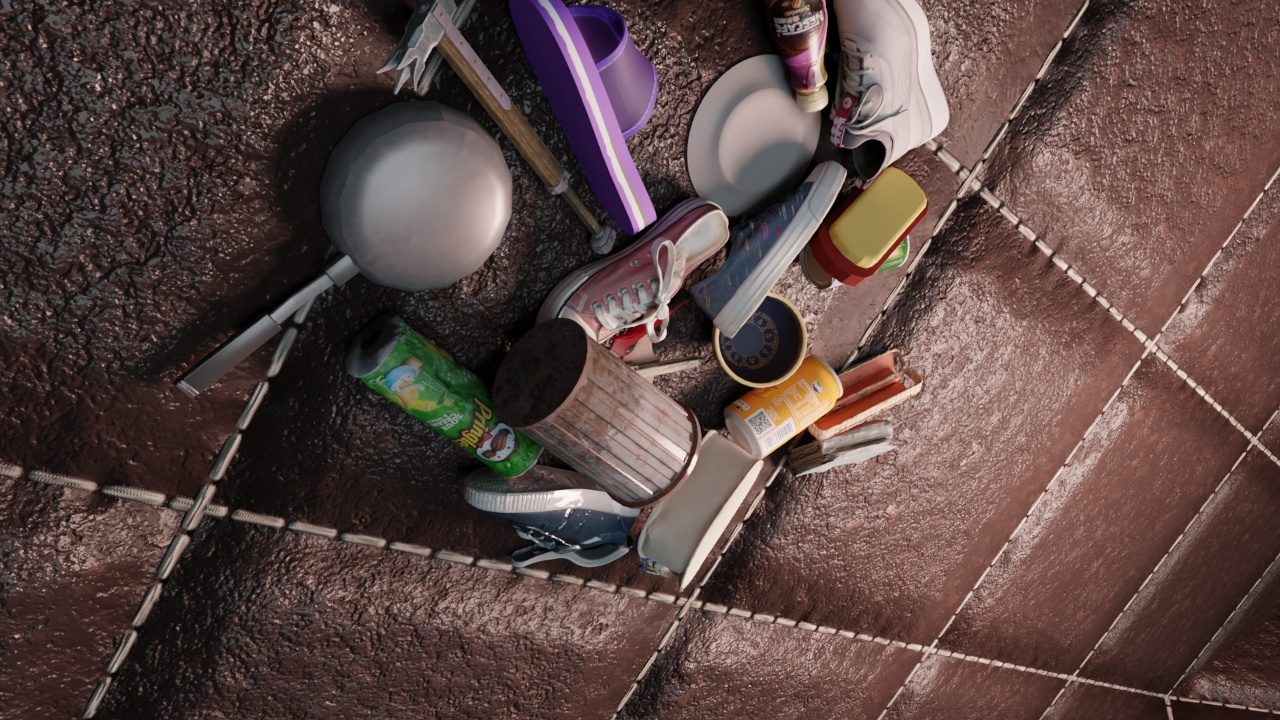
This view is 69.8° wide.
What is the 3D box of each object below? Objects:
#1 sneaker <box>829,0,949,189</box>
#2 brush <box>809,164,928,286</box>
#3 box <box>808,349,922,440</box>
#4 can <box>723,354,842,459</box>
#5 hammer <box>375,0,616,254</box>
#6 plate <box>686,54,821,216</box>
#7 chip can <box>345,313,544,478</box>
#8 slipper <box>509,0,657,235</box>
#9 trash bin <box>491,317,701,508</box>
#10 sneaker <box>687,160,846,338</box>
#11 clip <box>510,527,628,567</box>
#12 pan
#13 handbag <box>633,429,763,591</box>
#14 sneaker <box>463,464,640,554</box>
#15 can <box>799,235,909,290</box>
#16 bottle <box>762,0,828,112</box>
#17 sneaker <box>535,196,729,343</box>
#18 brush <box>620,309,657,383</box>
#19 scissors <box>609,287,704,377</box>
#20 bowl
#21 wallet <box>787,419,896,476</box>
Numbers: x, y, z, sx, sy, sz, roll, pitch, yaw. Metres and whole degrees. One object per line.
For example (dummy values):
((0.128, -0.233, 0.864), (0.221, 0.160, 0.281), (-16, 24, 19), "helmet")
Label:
((0.243, -0.301, 0.982), (0.128, 0.097, 0.263), (-48, 139, -6), "sneaker")
((0.273, -0.164, 1.071), (0.173, 0.082, 0.042), (-45, 179, -25), "brush")
((0.298, 0.044, 1.253), (0.186, 0.083, 0.043), (-24, 143, -22), "box")
((0.182, 0.058, 1.175), (0.142, 0.079, 0.079), (-34, 131, -12), "can")
((-0.102, -0.204, 0.844), (0.317, 0.028, 0.146), (49, 53, -48), "hammer")
((0.129, -0.241, 1.002), (0.178, 0.012, 0.179), (-16, 125, -25), "plate")
((-0.190, 0.038, 0.922), (0.075, 0.075, 0.223), (-47, 132, 0), "chip can")
((-0.026, -0.240, 0.838), (0.084, 0.107, 0.267), (-36, 137, -8), "slipper")
((-0.038, 0.061, 0.956), (0.131, 0.131, 0.211), (-49, 131, 1), "trash bin")
((0.141, -0.138, 1.036), (0.079, 0.087, 0.235), (37, 83, 1), "sneaker")
((-0.083, 0.240, 1.147), (0.171, 0.029, 0.141), (-13, 122, -26), "clip")
((-0.262, -0.084, 0.820), (0.357, 0.041, 0.179), (-40, 132, -7), "pan")
((0.071, 0.194, 1.160), (0.200, 0.093, 0.200), (-52, 159, -23), "handbag")
((-0.099, 0.175, 1.043), (0.235, 0.089, 0.087), (12, 101, -34), "sneaker")
((0.262, -0.133, 1.119), (0.120, 0.067, 0.067), (-18, 126, -23), "can")
((0.163, -0.334, 0.936), (0.059, 0.059, 0.166), (-33, 131, -13), "bottle")
((0.002, -0.077, 0.964), (0.241, 0.088, 0.118), (-38, 132, -2), "sneaker")
((-0.001, -0.012, 1.058), (0.049, 0.015, 0.136), (2, 110, -33), "brush")
((-0.003, -0.006, 1.039), (0.179, 0.015, 0.193), (24, 99, -36), "scissors")
((0.135, -0.025, 1.098), (0.112, 0.061, 0.112), (0, 91, -11), "bowl")
((0.279, 0.123, 1.278), (0.131, 0.054, 0.101), (-15, 165, -27), "wallet")
